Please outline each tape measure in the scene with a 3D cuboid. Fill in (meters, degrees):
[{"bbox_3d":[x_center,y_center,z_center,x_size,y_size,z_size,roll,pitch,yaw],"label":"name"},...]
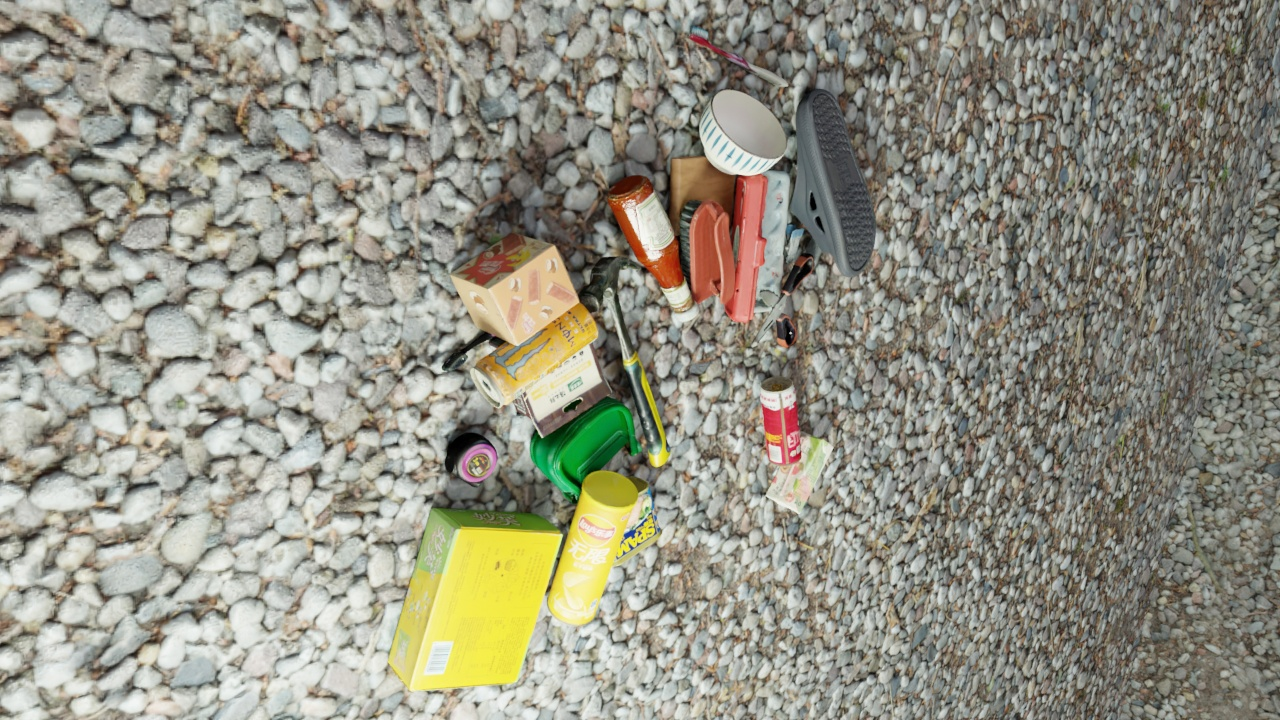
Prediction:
[{"bbox_3d":[-0.201,0.115,1.087,0.057,0.039,0.058,38,85,-41],"label":"tape measure"}]

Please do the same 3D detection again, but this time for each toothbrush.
[{"bbox_3d":[-0.158,-0.045,1.081,0.188,0.018,0.014,-41,124,-23],"label":"toothbrush"},{"bbox_3d":[0.131,-0.393,1.194,0.187,0.016,0.017,11,88,-40],"label":"toothbrush"}]

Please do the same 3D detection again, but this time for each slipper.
[{"bbox_3d":[0.265,-0.250,1.321,0.110,0.083,0.268,-26,103,-42],"label":"slipper"}]

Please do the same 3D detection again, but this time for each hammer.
[{"bbox_3d":[-0.007,0.007,1.189,0.125,0.032,0.324,-62,146,-44],"label":"hammer"}]

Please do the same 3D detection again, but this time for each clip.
[{"bbox_3d":[0.221,-0.168,1.343,0.026,0.043,0.058,-9,119,-40],"label":"clip"}]

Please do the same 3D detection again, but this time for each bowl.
[{"bbox_3d":[0.123,-0.283,1.179,0.116,0.116,0.066,-9,155,-37],"label":"bowl"}]

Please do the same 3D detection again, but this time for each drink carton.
[{"bbox_3d":[0.253,0.177,1.467,0.045,0.053,0.122,33,83,-41],"label":"drink carton"}]

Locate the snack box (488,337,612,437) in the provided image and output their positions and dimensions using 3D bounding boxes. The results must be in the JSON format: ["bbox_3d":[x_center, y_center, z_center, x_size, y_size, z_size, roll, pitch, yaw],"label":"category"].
[{"bbox_3d":[-0.107,0.009,1.115,0.113,0.053,0.126,-32,123,-26],"label":"snack box"}]

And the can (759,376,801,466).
[{"bbox_3d":[0.215,0.093,1.407,0.053,0.053,0.133,-27,120,-30],"label":"can"}]

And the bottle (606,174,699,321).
[{"bbox_3d":[0.023,-0.136,1.163,0.059,0.060,0.206,-42,126,-20],"label":"bottle"}]

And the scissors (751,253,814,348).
[{"bbox_3d":[0.207,-0.083,1.322,0.188,0.015,0.225,-68,154,-10],"label":"scissors"}]

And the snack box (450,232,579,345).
[{"bbox_3d":[-0.141,-0.082,1.029,0.094,0.093,0.077,-38,125,-23],"label":"snack box"}]

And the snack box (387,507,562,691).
[{"bbox_3d":[-0.201,0.291,1.127,0.157,0.070,0.210,12,97,-41],"label":"snack box"}]

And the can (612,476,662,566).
[{"bbox_3d":[-0.026,0.218,1.253,0.101,0.057,0.083,-29,119,-29],"label":"can"}]

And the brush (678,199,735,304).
[{"bbox_3d":[0.091,-0.143,1.195,0.063,0.069,0.146,-33,137,-28],"label":"brush"}]

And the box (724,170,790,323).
[{"bbox_3d":[0.157,-0.160,1.268,0.154,0.074,0.201,-26,123,-62],"label":"box"}]

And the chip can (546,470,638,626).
[{"bbox_3d":[-0.065,0.244,1.179,0.072,0.072,0.214,-7,129,-37],"label":"chip can"}]

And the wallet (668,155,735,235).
[{"bbox_3d":[0.082,-0.220,1.213,0.115,0.020,0.101,-15,117,-37],"label":"wallet"}]

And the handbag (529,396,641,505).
[{"bbox_3d":[-0.066,0.111,1.175,0.131,0.068,0.120,-45,129,-18],"label":"handbag"}]

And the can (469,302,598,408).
[{"bbox_3d":[-0.118,-0.010,1.038,0.145,0.058,0.058,-38,125,-24],"label":"can"}]
